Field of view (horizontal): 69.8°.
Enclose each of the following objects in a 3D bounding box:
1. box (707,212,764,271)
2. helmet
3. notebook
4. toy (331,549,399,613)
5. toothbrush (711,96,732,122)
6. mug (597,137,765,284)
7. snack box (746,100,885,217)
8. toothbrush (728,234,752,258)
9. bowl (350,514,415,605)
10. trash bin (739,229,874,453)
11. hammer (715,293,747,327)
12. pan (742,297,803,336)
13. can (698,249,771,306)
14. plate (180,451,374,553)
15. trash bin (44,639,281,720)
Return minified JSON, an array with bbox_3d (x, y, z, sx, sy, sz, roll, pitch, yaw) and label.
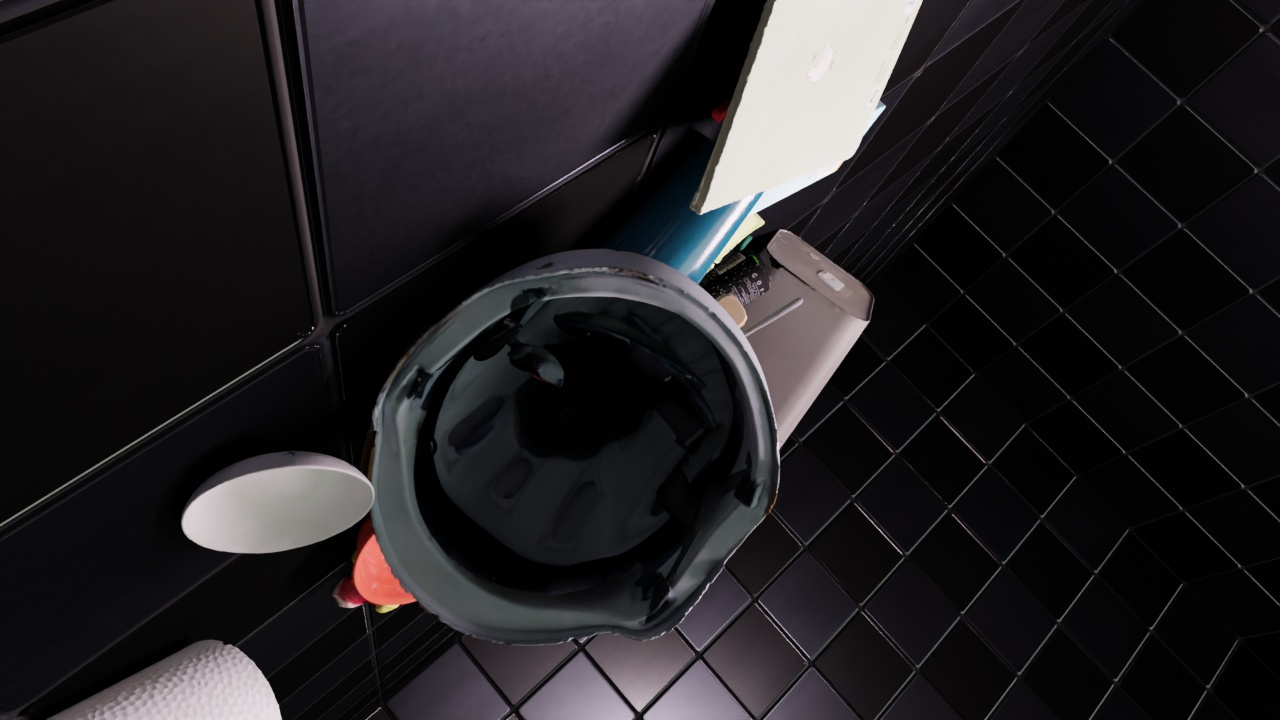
[{"bbox_3d":[0.050,-0.102,0.855,0.137,0.024,0.187,-39,172,14],"label":"box"},{"bbox_3d":[-0.043,0.049,0.605,0.264,0.236,0.163,-48,-171,16],"label":"helmet"},{"bbox_3d":[0.128,-0.201,0.608,0.251,0.010,0.182,-29,147,-50],"label":"notebook"},{"bbox_3d":[-0.248,0.206,0.923,0.105,0.067,0.137,-44,178,5],"label":"toy"},{"bbox_3d":[0.130,-0.221,0.671,0.212,0.018,0.012,-38,170,-25],"label":"toothbrush"},{"bbox_3d":[0.031,-0.097,0.669,0.121,0.078,0.078,-49,169,12],"label":"mug"},{"bbox_3d":[0.129,-0.180,0.749,0.174,0.053,0.075,-34,166,-45],"label":"snack box"},{"bbox_3d":[0.074,-0.088,1.054,0.016,0.017,0.190,-35,169,-40],"label":"toothbrush"},{"bbox_3d":[-0.206,0.159,0.834,0.130,0.045,0.131,-25,137,-25],"label":"bowl"},{"bbox_3d":[0.164,-0.026,1.161,0.221,0.197,0.196,-54,178,26],"label":"trash bin"},{"bbox_3d":[-0.005,0.005,0.793,0.117,0.051,0.324,-36,-177,-27],"label":"hammer"},{"bbox_3d":[-0.001,0.044,0.808,0.354,0.024,0.216,-32,179,-7],"label":"pan"},{"bbox_3d":[0.073,-0.065,0.981,0.137,0.054,0.054,-32,170,-2],"label":"can"},{"bbox_3d":[-0.209,0.077,0.532,0.104,0.026,0.104,-15,150,-9],"label":"plate"},{"bbox_3d":[-0.361,0.290,0.646,0.133,0.133,0.161,-46,165,22],"label":"trash bin"}]
